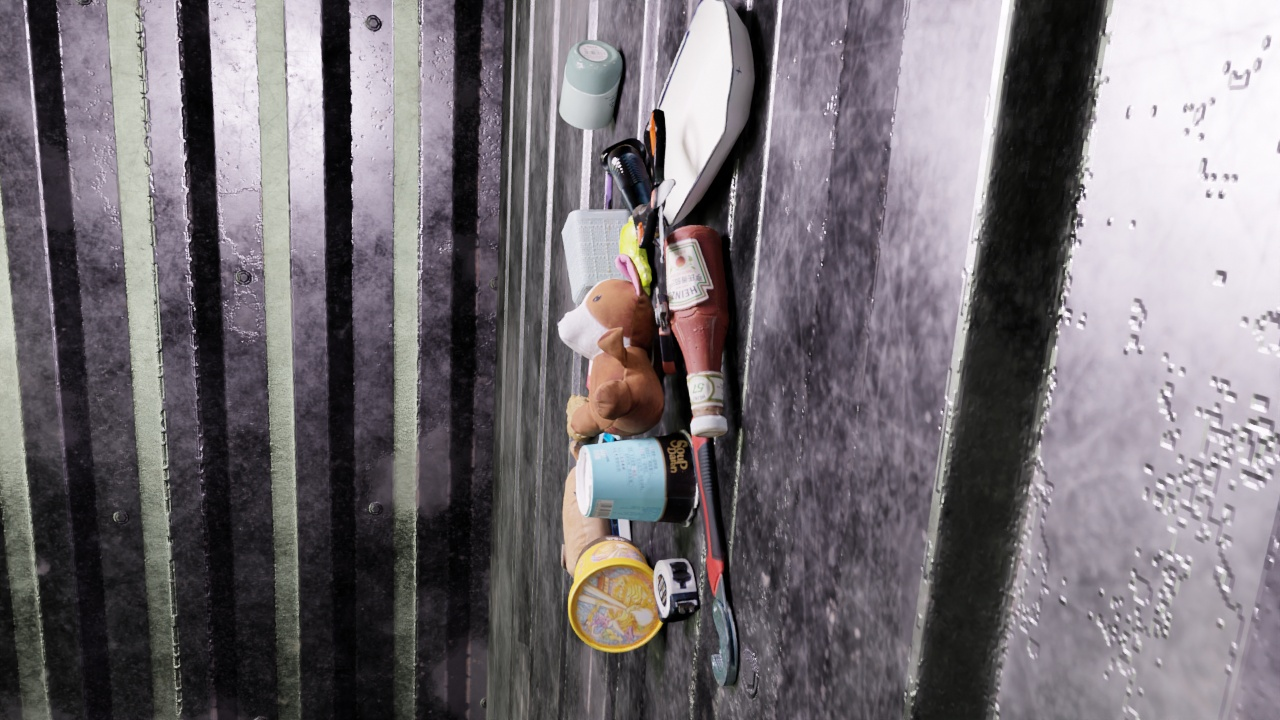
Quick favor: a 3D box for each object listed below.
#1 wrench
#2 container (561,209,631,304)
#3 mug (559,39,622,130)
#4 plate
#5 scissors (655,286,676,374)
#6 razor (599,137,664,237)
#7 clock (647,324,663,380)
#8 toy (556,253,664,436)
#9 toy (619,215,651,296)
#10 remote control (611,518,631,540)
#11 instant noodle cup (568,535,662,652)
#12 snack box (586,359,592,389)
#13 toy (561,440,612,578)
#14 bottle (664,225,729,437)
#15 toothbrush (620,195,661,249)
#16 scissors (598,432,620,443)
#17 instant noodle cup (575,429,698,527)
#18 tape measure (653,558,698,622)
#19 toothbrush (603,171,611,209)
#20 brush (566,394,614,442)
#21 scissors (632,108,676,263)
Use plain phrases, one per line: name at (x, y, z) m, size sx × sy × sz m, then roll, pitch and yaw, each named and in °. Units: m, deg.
wrench at (0.073, 0.184, 0.923) m, size 0.056 × 0.016 × 0.273 m, roll 128°, pitch 139°, yaw -67°
container at (-0.056, -0.142, 1.282) m, size 0.090 × 0.090 × 0.111 m, roll 132°, pitch 134°, yaw -70°
mug at (-0.067, -0.418, 1.363) m, size 0.107 × 0.082 × 0.111 m, roll 106°, pitch -170°, yaw -48°
plate at (0.061, -0.246, 0.933) m, size 0.266 × 0.034 × 0.161 m, roll 122°, pitch 145°, yaw -64°
scissors at (0.026, -0.032, 0.986) m, size 0.204 × 0.015 × 0.199 m, roll -92°, pitch -5°, yaw -58°
razor at (-0.005, -0.218, 1.172) m, size 0.068 × 0.062 × 0.167 m, roll 60°, pitch -172°, yaw -50°
clock at (-0.007, 0.007, 1.148) m, size 0.082 × 0.055 × 0.122 m, roll -155°, pitch 69°, yaw -74°
toy at (-0.035, -0.013, 1.042) m, size 0.140 × 0.130 × 0.199 m, roll 140°, pitch 140°, yaw -59°
toy at (-0.007, -0.131, 1.184) m, size 0.097 × 0.031 × 0.100 m, roll 101°, pitch 155°, yaw -51°
remote control at (-0.030, 0.203, 1.298) m, size 0.049 × 0.024 × 0.125 m, roll 160°, pitch 105°, yaw -75°
instant noodle cup at (-0.033, 0.284, 1.147) m, size 0.114 × 0.118 × 0.118 m, roll -120°, pitch 32°, yaw -76°
snack box at (-0.040, -0.009, 1.300) m, size 0.113 × 0.044 × 0.127 m, roll -138°, pitch 51°, yaw -70°
toy at (-0.079, 0.218, 1.367) m, size 0.143 × 0.082 × 0.225 m, roll 86°, pitch 179°, yaw -68°
bottle at (0.058, -0.028, 0.891) m, size 0.060 × 0.059 × 0.206 m, roll 131°, pitch 138°, yaw -68°
toothbrush at (0.003, -0.183, 1.198) m, size 0.181 × 0.018 × 0.016 m, roll -118°, pitch 26°, yaw -57°
scissors at (-0.054, 0.089, 1.358) m, size 0.135 × 0.017 × 0.133 m, roll 23°, pitch 100°, yaw 62°
instant noodle cup at (-0.008, 0.132, 1.022) m, size 0.111 × 0.120 × 0.111 m, roll 180°, pitch 91°, yaw -76°
tape measure at (0.038, 0.253, 1.019) m, size 0.066 × 0.033 × 0.066 m, roll 121°, pitch 144°, yaw -60°
toothbrush at (-0.052, -0.201, 1.411) m, size 0.016 × 0.014 × 0.189 m, roll -107°, pitch 19°, yaw -83°
brush at (-0.076, 0.104, 1.466) m, size 0.255 × 0.045 × 0.083 m, roll -166°, pitch 81°, yaw -71°
scissors at (0.014, -0.177, 0.956) m, size 0.221 × 0.021 × 0.227 m, roll 115°, pitch 158°, yaw -71°
